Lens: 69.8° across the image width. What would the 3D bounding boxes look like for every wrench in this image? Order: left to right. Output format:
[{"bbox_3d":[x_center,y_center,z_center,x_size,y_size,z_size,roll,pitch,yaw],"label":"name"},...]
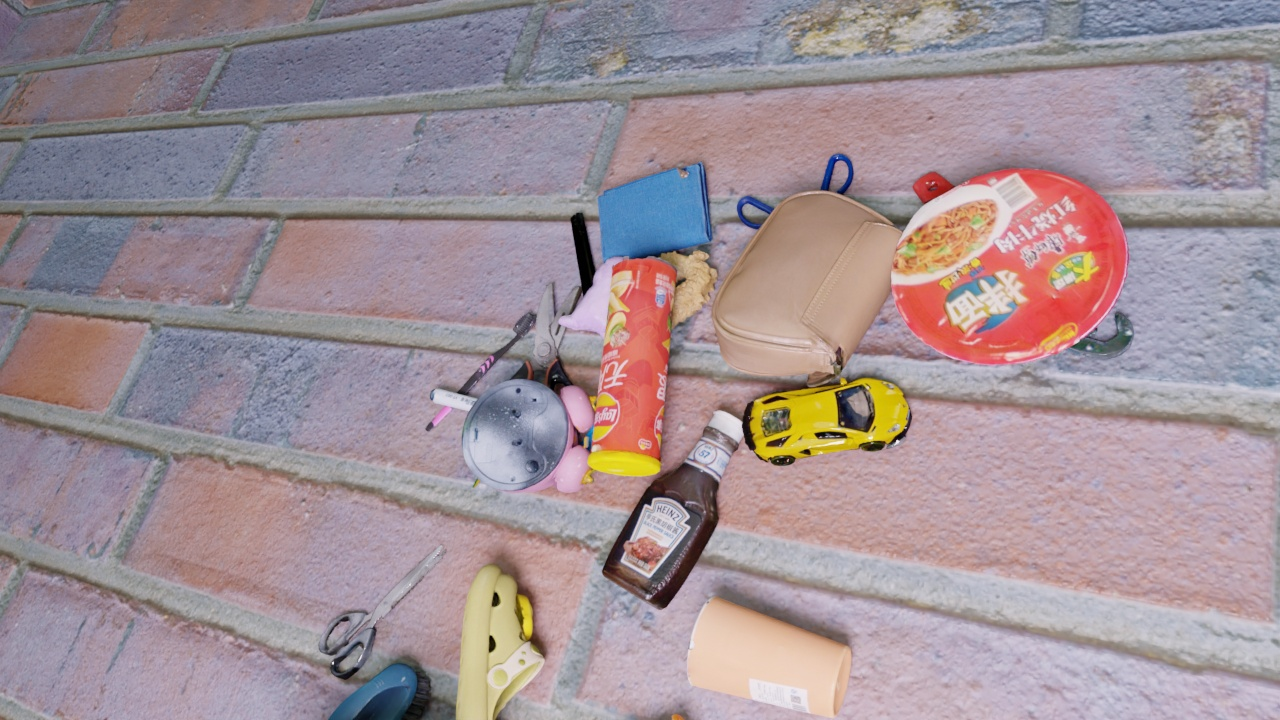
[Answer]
[{"bbox_3d":[0.349,-0.095,0.869,0.056,0.016,0.273,-37,54,3],"label":"wrench"}]

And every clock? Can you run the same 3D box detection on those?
[{"bbox_3d":[-0.102,0.082,0.950,0.159,0.060,0.117,-3,72,15],"label":"clock"}]

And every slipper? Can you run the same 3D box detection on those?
[{"bbox_3d":[-0.134,0.292,0.877,0.081,0.092,0.190,8,53,-10],"label":"slipper"}]

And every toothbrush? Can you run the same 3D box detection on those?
[{"bbox_3d":[-0.191,0.013,1.087,0.189,0.018,0.014,-47,54,-1],"label":"toothbrush"}]

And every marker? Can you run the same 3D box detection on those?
[{"bbox_3d":[-0.187,0.051,1.058,0.131,0.018,0.022,12,61,26],"label":"marker"},{"bbox_3d":[-0.066,-0.122,1.094,0.022,0.020,0.131,124,143,-47],"label":"marker"}]

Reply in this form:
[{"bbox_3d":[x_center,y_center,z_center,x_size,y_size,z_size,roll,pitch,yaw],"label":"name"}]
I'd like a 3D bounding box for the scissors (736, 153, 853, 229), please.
[{"bbox_3d":[0.176,-0.151,0.991,0.162,0.012,0.172,10,71,28],"label":"scissors"}]

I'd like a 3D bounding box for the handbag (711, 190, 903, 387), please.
[{"bbox_3d":[0.164,-0.067,0.891,0.148,0.100,0.204,21,63,31],"label":"handbag"}]

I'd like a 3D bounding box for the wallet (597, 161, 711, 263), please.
[{"bbox_3d":[0.016,-0.169,1.068,0.133,0.040,0.106,-12,68,21],"label":"wallet"}]

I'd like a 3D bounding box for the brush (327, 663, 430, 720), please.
[{"bbox_3d":[-0.275,0.362,0.905,0.055,0.073,0.143,33,82,41],"label":"brush"}]

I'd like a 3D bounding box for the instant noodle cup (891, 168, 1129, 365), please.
[{"bbox_3d":[0.328,-0.074,0.820,0.194,0.066,0.193,-12,63,25],"label":"instant noodle cup"}]

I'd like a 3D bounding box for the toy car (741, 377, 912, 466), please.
[{"bbox_3d":[0.174,0.054,0.863,0.156,0.041,0.071,-10,60,21],"label":"toy car"}]

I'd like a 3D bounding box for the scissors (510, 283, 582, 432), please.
[{"bbox_3d":[-0.105,0.009,1.036,0.195,0.015,0.215,-36,59,-9],"label":"scissors"}]

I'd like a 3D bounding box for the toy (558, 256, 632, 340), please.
[{"bbox_3d":[-0.031,-0.069,1.034,0.084,0.039,0.107,28,72,8],"label":"toy"}]

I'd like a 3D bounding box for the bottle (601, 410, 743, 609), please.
[{"bbox_3d":[0.041,0.138,0.884,0.080,0.044,0.194,22,75,37],"label":"bottle"}]

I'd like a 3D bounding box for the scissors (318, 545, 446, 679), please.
[{"bbox_3d":[-0.272,0.274,0.992,0.175,0.014,0.136,-16,57,16],"label":"scissors"}]

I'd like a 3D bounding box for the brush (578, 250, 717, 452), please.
[{"bbox_3d":[0.003,-0.011,0.992,0.083,0.046,0.254,23,80,30],"label":"brush"}]

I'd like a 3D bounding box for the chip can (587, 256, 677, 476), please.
[{"bbox_3d":[-0.005,0.005,0.922,0.073,0.073,0.216,-4,67,25],"label":"chip can"}]

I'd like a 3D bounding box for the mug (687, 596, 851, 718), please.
[{"bbox_3d":[0.109,0.252,0.769,0.123,0.078,0.078,10,69,26],"label":"mug"}]

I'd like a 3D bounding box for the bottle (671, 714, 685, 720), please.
[{"bbox_3d":[-0.001,0.348,0.778,0.108,0.063,0.063,-40,53,3],"label":"bottle"}]
